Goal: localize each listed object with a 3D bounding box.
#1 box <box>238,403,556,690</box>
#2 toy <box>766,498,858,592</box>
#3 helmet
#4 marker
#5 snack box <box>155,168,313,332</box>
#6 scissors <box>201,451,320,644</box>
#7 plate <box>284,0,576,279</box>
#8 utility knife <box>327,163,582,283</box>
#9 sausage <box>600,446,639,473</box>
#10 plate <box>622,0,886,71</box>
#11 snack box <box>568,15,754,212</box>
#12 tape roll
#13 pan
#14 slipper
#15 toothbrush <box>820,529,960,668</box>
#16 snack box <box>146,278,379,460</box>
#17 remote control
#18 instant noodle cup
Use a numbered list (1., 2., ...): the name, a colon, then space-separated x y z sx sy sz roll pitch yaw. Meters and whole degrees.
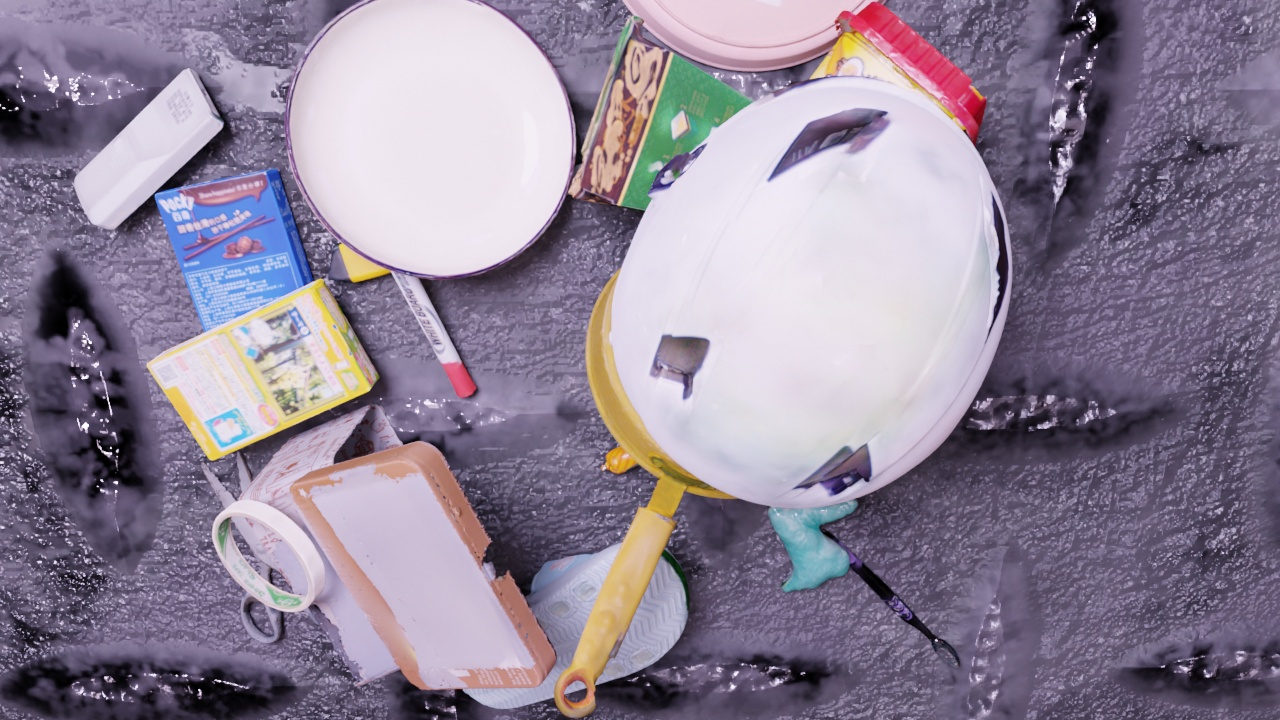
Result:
1. box: -0.180 0.138 0.652 0.136 0.270 0.179 -33 108 -24
2. toy: 0.144 0.148 0.765 0.097 0.030 0.092 -25 109 20
3. helmet: 0.097 -0.027 0.511 0.229 0.145 0.259 34 107 -7
4. marker: -0.160 -0.033 0.687 0.017 0.017 0.145 -19 122 4
5. snack box: -0.291 -0.057 0.686 0.084 0.026 0.157 -11 109 2
6. scissors: -0.317 0.164 0.768 0.164 0.014 0.164 30 104 -10
7. plate: -0.141 -0.152 0.631 0.192 0.039 0.192 -2 96 -19
8. utility knife: -0.129 -0.102 0.680 0.223 0.015 0.033 -19 93 5
9. sausage: 0.043 0.053 0.736 0.165 0.021 0.021 -25 108 7
10. plate: 0.080 -0.312 0.611 0.229 0.028 0.230 -1 109 -2
11. snack box: 0.021 -0.148 0.611 0.105 0.118 0.117 19 102 -6
12. tape roll: -0.251 0.133 0.619 0.086 0.013 0.086 13 123 20
13. pan: 0.027 0.069 0.631 0.197 0.078 0.356 26 66 -6
14. slipper: -0.060 0.218 0.766 0.246 0.074 0.104 -32 109 25
15. toothbrush: 0.219 0.210 0.798 0.014 0.016 0.189 -42 103 17
16. snack box: -0.276 0.008 0.677 0.140 0.033 0.087 -23 109 8
17. remote control: -0.348 -0.147 0.646 0.125 0.024 0.049 -38 71 10
18. instant noodle cup: 0.146 -0.149 0.611 0.116 0.116 0.124 46 104 11
